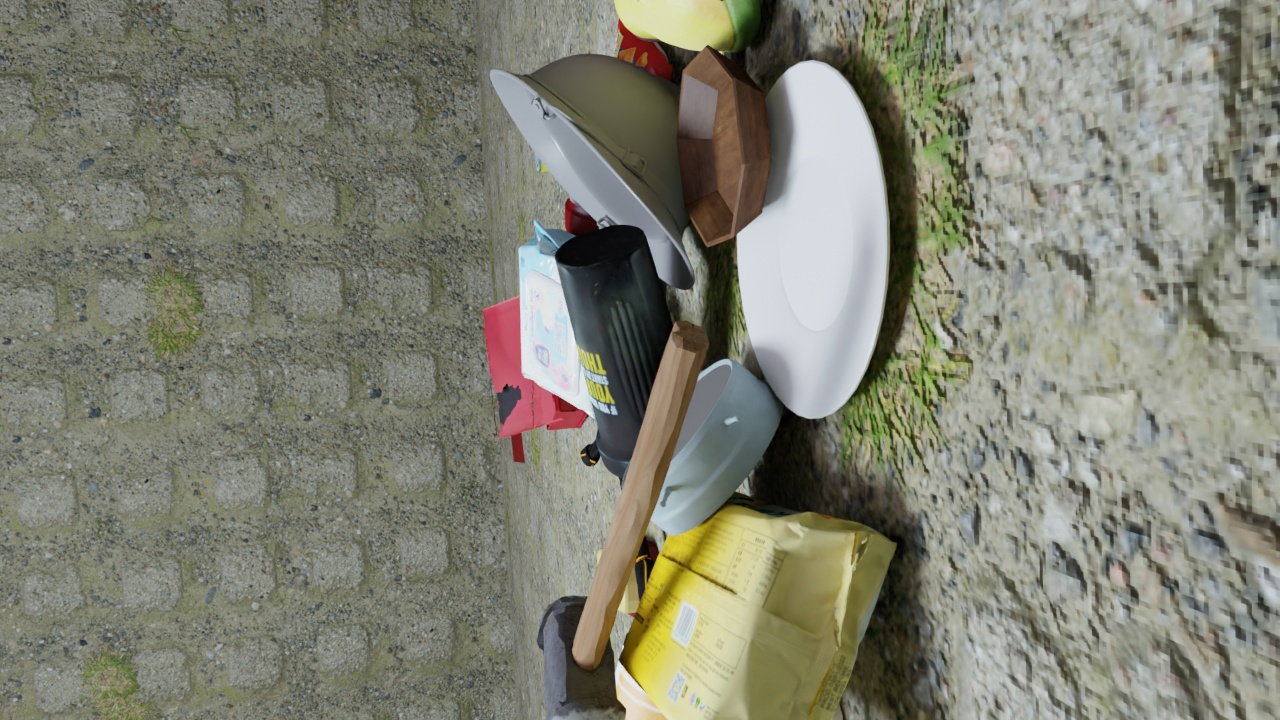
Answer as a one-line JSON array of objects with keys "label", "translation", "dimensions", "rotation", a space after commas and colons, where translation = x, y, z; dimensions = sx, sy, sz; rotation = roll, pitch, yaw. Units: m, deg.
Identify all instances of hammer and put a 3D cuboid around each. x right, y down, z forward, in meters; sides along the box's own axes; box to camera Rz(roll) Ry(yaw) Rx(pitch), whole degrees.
[{"label": "hammer", "translation": [0.005, 0.204, 0.939], "dimensions": [0.124, 0.036, 0.320], "rotation": [-41, 53, 42]}, {"label": "hammer", "translation": [-0.012, 0.116, 0.558], "dimensions": [0.098, 0.052, 0.329], "rotation": [-101, 22, -51]}]

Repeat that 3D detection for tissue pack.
[{"label": "tissue pack", "translation": [-0.064, -0.040, 0.895], "dimensions": [0.112, 0.069, 0.182], "rotation": [32, 135, 35]}]

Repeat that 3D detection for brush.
[{"label": "brush", "translation": [-0.016, 0.249, 1.052], "dimensions": [0.174, 0.041, 0.082], "rotation": [147, 119, -74]}]

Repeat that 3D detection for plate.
[{"label": "plate", "translation": [0.056, -0.140, 0.610], "dimensions": [0.131, 0.025, 0.131], "rotation": [172, 91, -76]}, {"label": "plate", "translation": [0.101, -0.070, 0.550], "dimensions": [0.209, 0.015, 0.208], "rotation": [176, 91, -76]}]

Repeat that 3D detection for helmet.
[{"label": "helmet", "translation": [-0.006, -0.183, 0.757], "dimensions": [0.271, 0.117, 0.183], "rotation": [45, 173, 33]}]

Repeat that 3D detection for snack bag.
[{"label": "snack bag", "translation": [-0.001, -0.246, 0.864], "dimensions": [0.144, 0.039, 0.131], "rotation": [-116, 26, -43]}, {"label": "snack bag", "translation": [0.055, 0.161, 0.573], "dimensions": [0.247, 0.068, 0.159], "rotation": [165, 127, -76]}]

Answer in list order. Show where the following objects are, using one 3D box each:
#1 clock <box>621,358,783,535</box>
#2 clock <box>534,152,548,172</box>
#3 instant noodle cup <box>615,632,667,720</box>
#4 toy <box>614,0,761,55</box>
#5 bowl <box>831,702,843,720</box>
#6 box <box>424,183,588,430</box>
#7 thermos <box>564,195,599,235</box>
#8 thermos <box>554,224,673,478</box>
[{"label": "clock", "translation": [0.040, 0.055, 0.639], "dimensions": [0.122, 0.045, 0.159], "rotation": [-50, 10, 6]}, {"label": "clock", "translation": [-0.120, -0.305, 1.289], "dimensions": [0.119, 0.057, 0.083], "rotation": [-126, 36, -66]}, {"label": "instant noodle cup", "translation": [0.024, 0.296, 0.768], "dimensions": [0.123, 0.123, 0.121], "rotation": [-132, 48, -68]}, {"label": "toy", "translation": [0.025, -0.269, 0.636], "dimensions": [0.190, 0.088, 0.238], "rotation": [49, -178, -8]}, {"label": "bowl", "translation": [0.089, 0.243, 0.610], "dimensions": [0.115, 0.050, 0.114], "rotation": [176, 91, -76]}, {"label": "box", "translation": [-0.170, -0.043, 1.218], "dimensions": [0.478, 0.171, 0.214], "rotation": [21, -122, -63]}, {"label": "thermos", "translation": [-0.034, -0.086, 0.948], "dimensions": [0.108, 0.084, 0.199], "rotation": [-112, 20, -54]}, {"label": "thermos", "translation": [-0.004, 0.004, 0.738], "dimensions": [0.098, 0.098, 0.221], "rotation": [-118, 11, -60]}]
